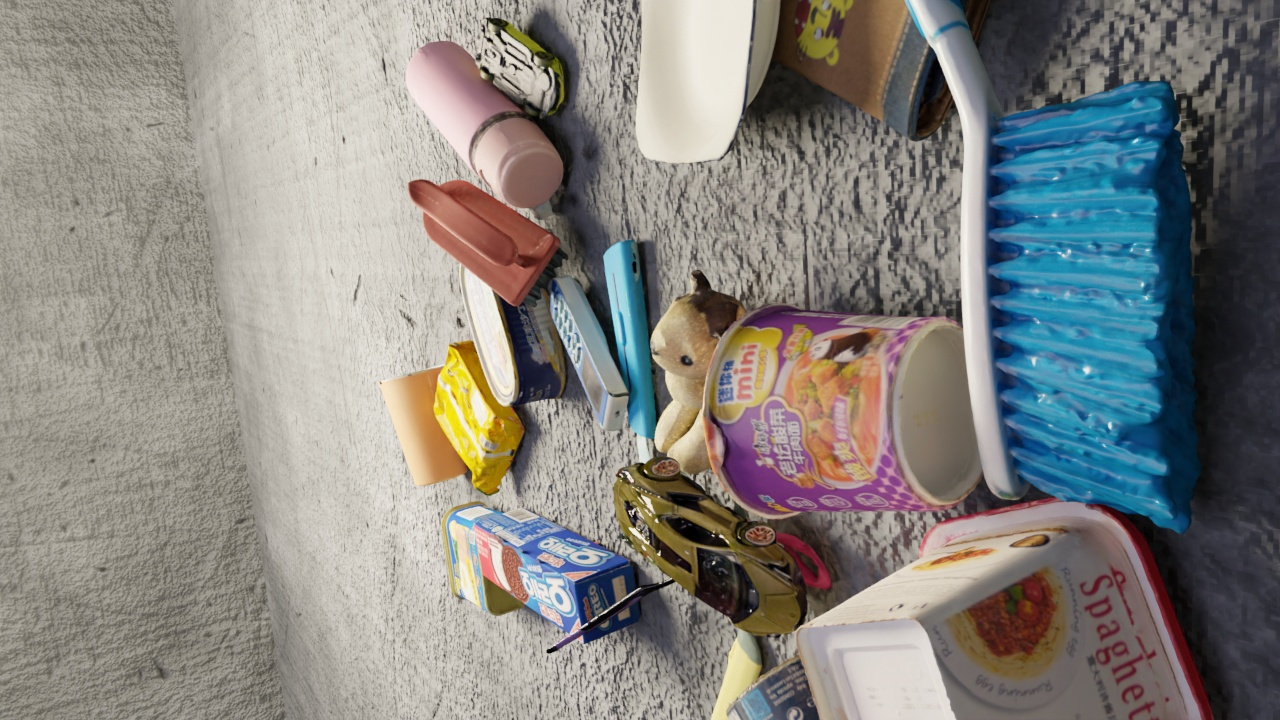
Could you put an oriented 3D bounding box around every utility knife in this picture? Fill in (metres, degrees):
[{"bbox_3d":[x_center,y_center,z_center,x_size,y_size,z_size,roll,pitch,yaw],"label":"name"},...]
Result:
[{"bbox_3d":[-0.004,0.004,0.671,0.034,0.018,0.182,4,104,57],"label":"utility knife"},{"bbox_3d":[0.057,0.258,0.647,0.031,0.019,0.184,48,131,46],"label":"utility knife"}]

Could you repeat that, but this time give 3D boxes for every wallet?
[{"bbox_3d":[0.108,-0.167,0.430,0.115,0.033,0.090,50,139,44],"label":"wallet"}]

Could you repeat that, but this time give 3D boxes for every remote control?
[{"bbox_3d":[-0.040,-0.008,0.705,0.049,0.024,0.124,101,149,-53],"label":"remote control"}]

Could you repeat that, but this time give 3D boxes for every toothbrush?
[{"bbox_3d":[-0.012,0.178,0.681,0.189,0.014,0.016,-39,50,31],"label":"toothbrush"}]

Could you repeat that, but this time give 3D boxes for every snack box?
[{"bbox_3d":[-0.080,0.182,0.808,0.208,0.057,0.058,8,109,57],"label":"snack box"}]

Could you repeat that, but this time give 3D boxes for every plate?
[{"bbox_3d":[0.037,-0.192,0.504,0.164,0.034,0.164,-147,56,-68],"label":"plate"}]

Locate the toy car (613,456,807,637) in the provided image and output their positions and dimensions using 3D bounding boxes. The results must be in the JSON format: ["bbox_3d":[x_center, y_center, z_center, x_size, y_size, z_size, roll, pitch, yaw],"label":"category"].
[{"bbox_3d":[0.038,0.115,0.568,0.158,0.042,0.070,26,131,44],"label":"toy car"}]

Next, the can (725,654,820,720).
[{"bbox_3d":[0.105,0.224,0.507,0.111,0.075,0.075,58,142,32],"label":"can"}]

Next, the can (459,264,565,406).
[{"bbox_3d":[-0.113,-0.033,0.803,0.075,0.049,0.148,-37,68,56],"label":"can"}]

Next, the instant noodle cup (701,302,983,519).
[{"bbox_3d":[0.102,0.025,0.432,0.099,0.111,0.111,0,99,49],"label":"instant noodle cup"}]

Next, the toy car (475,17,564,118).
[{"bbox_3d":[-0.093,-0.233,0.728,0.105,0.032,0.048,43,135,28],"label":"toy car"}]

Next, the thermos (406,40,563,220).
[{"bbox_3d":[-0.129,-0.193,0.776,0.198,0.067,0.087,49,169,37],"label":"thermos"}]

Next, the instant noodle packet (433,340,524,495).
[{"bbox_3d":[-0.162,0.056,0.914,0.128,0.044,0.111,55,140,30],"label":"instant noodle packet"}]

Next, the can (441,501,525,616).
[{"bbox_3d":[-0.156,0.202,0.938,0.083,0.057,0.102,4,102,55],"label":"can"}]

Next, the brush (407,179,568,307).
[{"bbox_3d":[-0.130,-0.104,0.739,0.146,0.069,0.063,36,94,32],"label":"brush"}]

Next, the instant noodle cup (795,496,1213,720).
[{"bbox_3d":[0.141,0.126,0.374,0.117,0.124,0.116,-33,71,56],"label":"instant noodle cup"}]

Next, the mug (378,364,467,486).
[{"bbox_3d":[-0.234,0.072,1.008,0.078,0.078,0.123,-8,96,58],"label":"mug"}]

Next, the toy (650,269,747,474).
[{"bbox_3d":[0.033,0.015,0.571,0.157,0.066,0.105,95,155,-53],"label":"toy"}]

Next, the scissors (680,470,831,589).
[{"bbox_3d":[0.065,0.107,0.574,0.134,0.017,0.133,34,140,38],"label":"scissors"}]

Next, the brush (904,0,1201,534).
[{"bbox_3d":[0.141,-0.092,0.343,0.110,0.060,0.314,0,101,42],"label":"brush"}]
